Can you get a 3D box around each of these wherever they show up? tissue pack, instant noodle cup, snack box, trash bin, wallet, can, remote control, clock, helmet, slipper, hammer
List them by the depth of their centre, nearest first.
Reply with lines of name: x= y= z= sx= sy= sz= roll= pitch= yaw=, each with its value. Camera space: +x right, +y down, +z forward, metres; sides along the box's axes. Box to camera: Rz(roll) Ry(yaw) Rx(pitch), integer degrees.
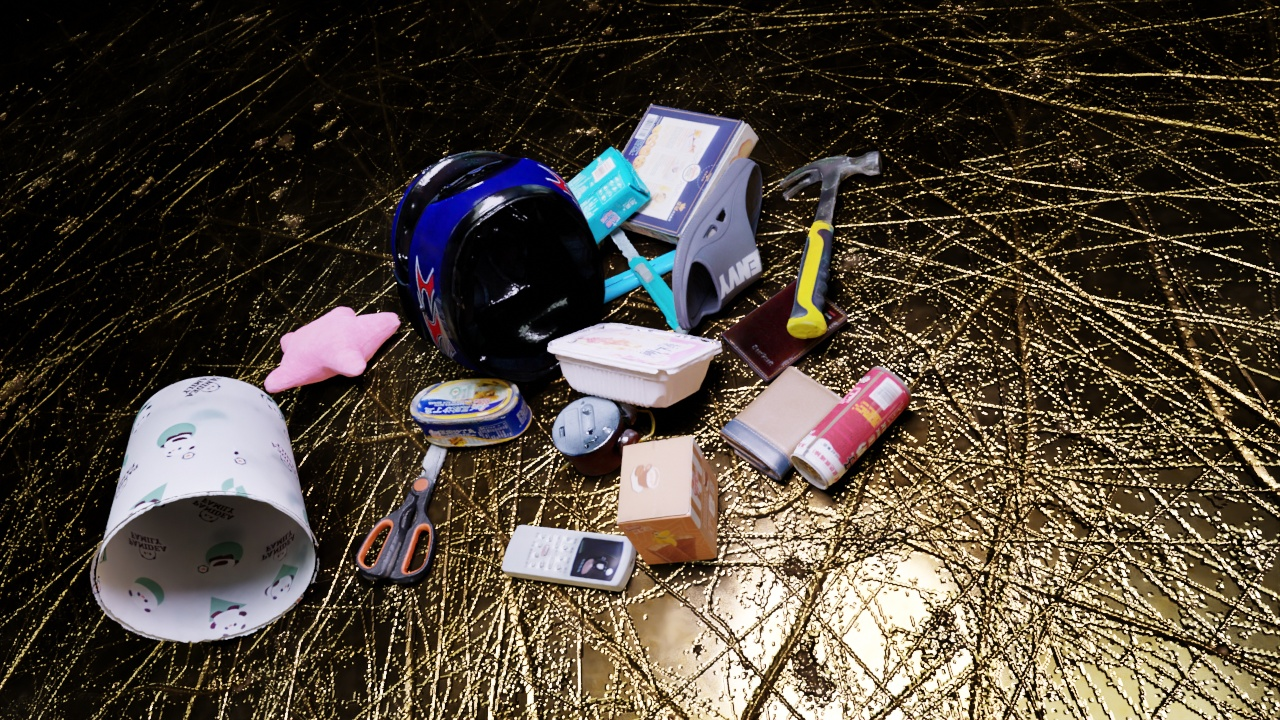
snack box: x=0.030 y=0.144 z=0.940 sx=0.077 sy=0.094 sz=0.092 roll=-10 pitch=50 yaw=18
can: x=0.216 y=0.069 z=0.944 sx=0.132 sy=0.053 sz=0.053 roll=-44 pitch=48 yaw=-13
remote control: x=-0.078 y=0.211 z=0.986 sx=0.150 sy=0.021 sz=0.058 roll=0 pitch=53 yaw=26
wallet: x=0.154 y=0.066 z=0.992 sx=0.115 sy=0.033 sz=0.090 roll=-44 pitch=51 yaw=-14
clock: x=-0.042 y=0.084 z=1.051 sx=0.122 sy=0.055 sz=0.082 roll=-17 pitch=46 yaw=10
instant noodle cup: x=-0.006 y=0.006 z=1.066 sx=0.174 sy=0.060 sz=0.137 roll=13 pitch=20 yaw=31
wallet: x=0.169 y=-0.037 z=1.080 sx=0.122 sy=0.020 sz=0.096 roll=-37 pitch=47 yaw=-4
trash bin: x=-0.517 y=0.164 z=1.101 sx=0.229 sy=0.230 sz=0.251 roll=-31 pitch=41 yaw=-2
helmet: x=-0.186 y=-0.135 z=1.116 sx=0.247 sy=0.316 sz=0.240 roll=-32 pitch=55 yaw=-16
hammer: x=0.217 y=-0.148 z=1.118 sx=0.126 sy=0.032 sz=0.322 roll=-4 pitch=45 yaw=25
slipper: x=0.116 y=-0.150 z=1.138 sx=0.083 sy=0.111 sz=0.267 roll=10 pitch=54 yaw=26
can: x=-0.212 y=0.064 z=1.143 sx=0.148 sy=0.049 sz=0.074 roll=-4 pitch=47 yaw=17
tissue pack: x=-0.058 y=-0.216 z=1.247 sx=0.134 sy=0.050 sz=0.093 roll=-37 pitch=50 yaw=16
snack box: x=0.043 y=-0.255 z=1.258 sx=0.183 sy=0.045 sz=0.178 roll=25 pitch=83 yaw=41

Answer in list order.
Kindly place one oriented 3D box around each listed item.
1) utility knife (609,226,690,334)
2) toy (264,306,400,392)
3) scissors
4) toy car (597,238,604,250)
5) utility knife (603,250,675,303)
utility knife: x=0.008 y=-0.109 z=1.196 sx=0.029 sy=0.013 sz=0.223 roll=-30 pitch=55 yaw=-7
toy: x=-0.435 y=-0.028 z=1.318 sx=0.195 sy=0.075 sz=0.178 roll=-13 pitch=38 yaw=10
scissors: x=-0.254 y=0.169 z=1.111 sx=0.143 sy=0.022 sz=0.234 roll=21 pitch=57 yaw=27
toy car: x=-0.079 y=-0.153 z=1.280 sx=0.042 sy=0.035 sz=0.090 roll=-3 pitch=49 yaw=20
utility knife: x=0.009 y=-0.119 z=1.222 sx=0.194 sy=0.018 sz=0.034 roll=-25 pitch=46 yaw=2
